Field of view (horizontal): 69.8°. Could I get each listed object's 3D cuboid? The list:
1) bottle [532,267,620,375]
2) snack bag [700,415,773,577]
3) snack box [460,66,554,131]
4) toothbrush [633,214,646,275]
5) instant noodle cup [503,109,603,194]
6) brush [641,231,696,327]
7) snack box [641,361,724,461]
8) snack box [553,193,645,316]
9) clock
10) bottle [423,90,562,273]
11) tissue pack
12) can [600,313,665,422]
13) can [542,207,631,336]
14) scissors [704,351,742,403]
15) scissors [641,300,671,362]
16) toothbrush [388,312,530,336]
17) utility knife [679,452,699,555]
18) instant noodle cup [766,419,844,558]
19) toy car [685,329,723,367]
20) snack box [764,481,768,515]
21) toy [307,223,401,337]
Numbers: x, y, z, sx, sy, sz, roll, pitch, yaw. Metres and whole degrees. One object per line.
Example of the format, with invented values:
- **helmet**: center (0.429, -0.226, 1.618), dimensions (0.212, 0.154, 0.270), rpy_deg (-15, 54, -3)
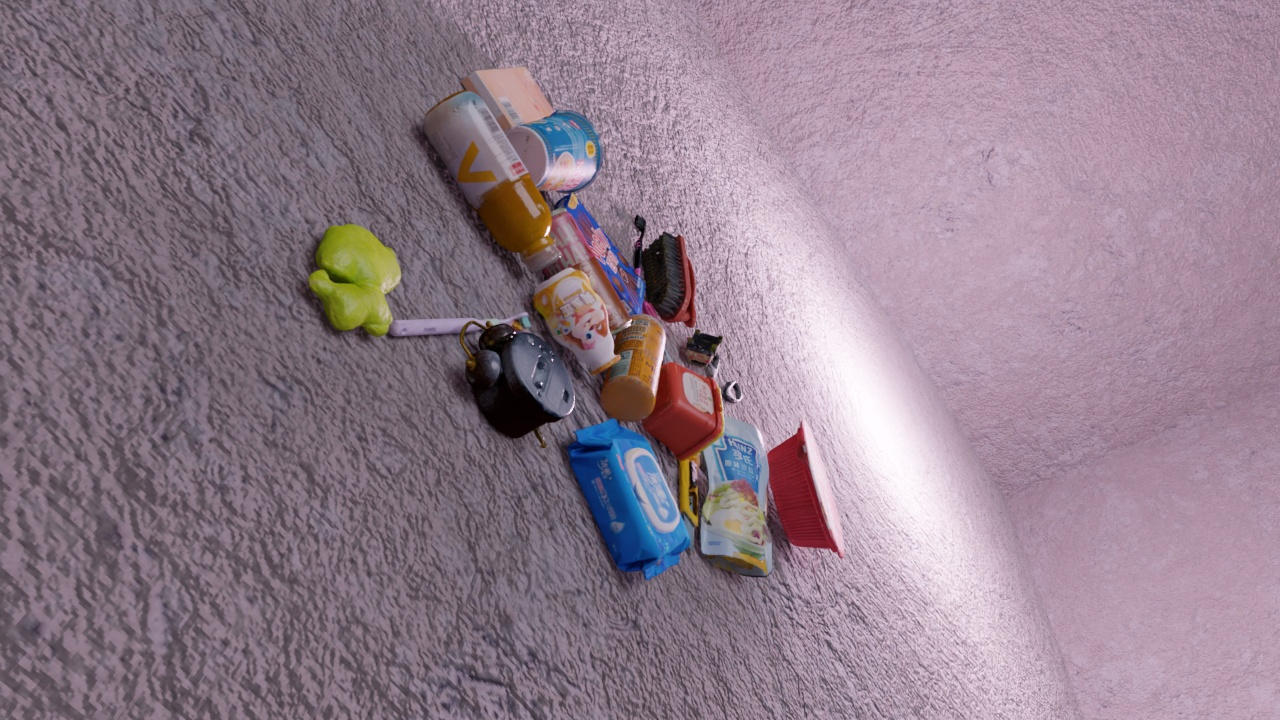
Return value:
- **bottle**: center (-0.062, -0.039, 0.940), dimensions (0.108, 0.063, 0.063), rpy_deg (59, 22, -4)
- **snack bag**: center (0.110, 0.149, 1.063), dimensions (0.110, 0.039, 0.190), rpy_deg (21, 52, -24)
- **snack box**: center (-0.156, -0.317, 1.127), dimensions (0.084, 0.026, 0.157), rpy_deg (57, 22, -8)
- **toothbrush**: center (-0.004, -0.155, 1.276), dimensions (0.018, 0.014, 0.188), rpy_deg (39, 30, -23)
- **instant noodle cup**: center (-0.111, -0.235, 1.050), dimensions (0.099, 0.099, 0.109), rpy_deg (60, 31, -1)
- **brush**: center (0.046, -0.106, 1.255), dimensions (0.069, 0.063, 0.145), rpy_deg (29, 37, -31)
- **snack box**: center (0.046, 0.053, 1.045), dimensions (0.080, 0.082, 0.091), rpy_deg (34, 33, -30)
- **snack box**: center (-0.051, -0.123, 1.117), dimensions (0.157, 0.026, 0.084), rpy_deg (50, 24, -25)
- **clock**: center (-0.109, 0.014, 0.788), dimensions (0.122, 0.055, 0.081), rpy_deg (50, 25, -23)
- **bottle**: center (-0.144, -0.177, 0.926), dimensions (0.189, 0.068, 0.067), rpy_deg (58, 22, -7)
- **tissue pack**: center (-0.009, 0.127, 0.868), dimensions (0.157, 0.052, 0.094), rpy_deg (65, 22, 10)
- **can**: center (-0.006, 0.006, 1.014), dimensions (0.058, 0.058, 0.145), rpy_deg (51, 24, -22)
- **can**: center (-0.068, -0.089, 0.997), dimensions (0.147, 0.058, 0.057), rpy_deg (60, 22, -2)
- **scissors**: center (0.106, 0.041, 1.274), dimensions (0.170, 0.014, 0.159), rpy_deg (30, 38, -50)
- **scissors**: center (0.029, -0.016, 1.160), dimensions (0.077, 0.017, 0.137), rpy_deg (50, 19, -72)
- **toothbrush**: center (-0.153, -0.029, 0.795), dimensions (0.021, 0.029, 0.188), rpy_deg (24, 13, 22)
- **utility knife**: center (0.057, 0.143, 1.041), dimensions (0.033, 0.015, 0.192), rpy_deg (45, 27, -28)
- **instant noodle cup**: center (0.219, 0.179, 1.244), dimensions (0.193, 0.066, 0.194), rpy_deg (-16, 90, -77)
- **toy car**: center (0.087, -0.018, 1.268), dimensions (0.042, 0.035, 0.090), rpy_deg (18, 22, 9)
- **snack box**: center (0.130, 0.165, 1.157), dimensions (0.075, 0.026, 0.153), rpy_deg (54, 23, -15)
- **toy**: center (-0.214, -0.064, 0.690), dimensions (0.096, 0.031, 0.100), rpy_deg (11, 54, -60)
